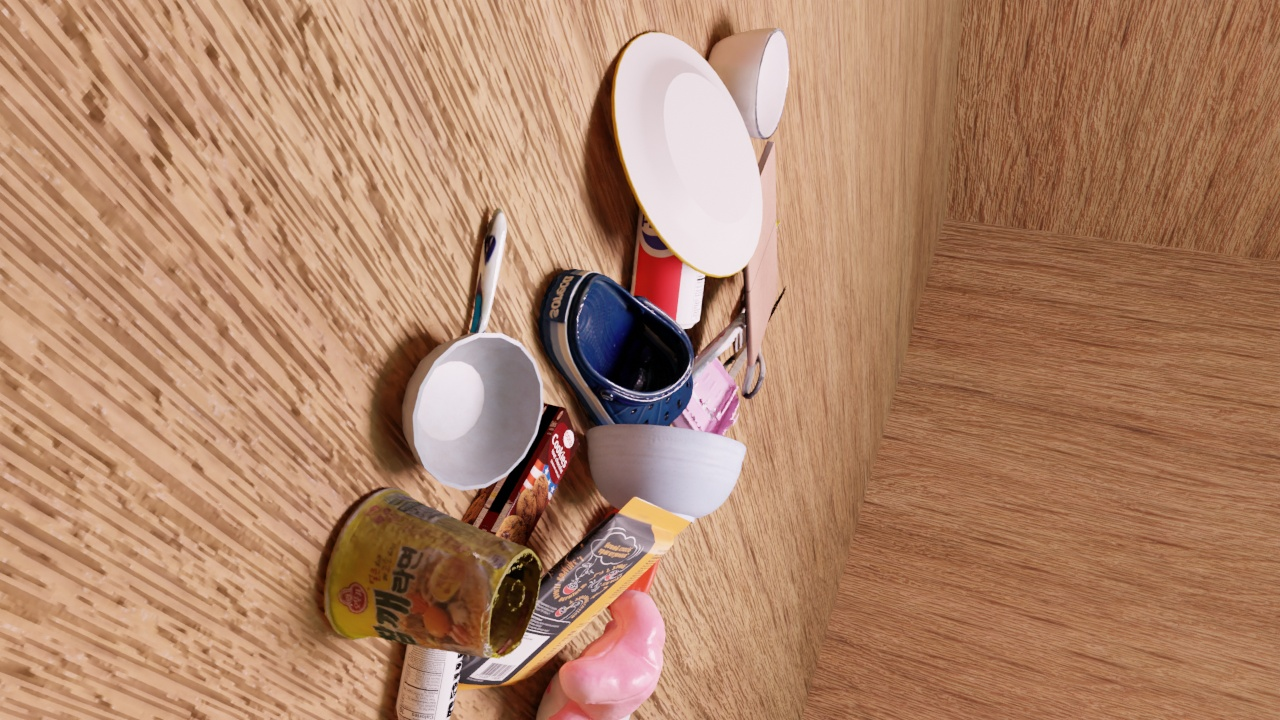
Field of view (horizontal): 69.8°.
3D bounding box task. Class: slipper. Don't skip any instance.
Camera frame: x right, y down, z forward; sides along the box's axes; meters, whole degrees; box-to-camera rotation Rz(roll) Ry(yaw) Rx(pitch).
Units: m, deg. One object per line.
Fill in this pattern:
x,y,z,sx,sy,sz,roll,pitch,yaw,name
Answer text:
-0.005,0.005,0.823,0.253,0.095,0.105,45,56,-57,slipper

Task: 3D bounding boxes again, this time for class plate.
0.056,-0.190,0.835,0.229,0.021,0.229,21,63,-48,plate

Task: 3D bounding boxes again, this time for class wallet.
0.156,-0.071,1.268,0.086,0.032,0.116,93,19,-49,wallet

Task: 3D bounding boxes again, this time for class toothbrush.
-0.119,-0.015,0.646,0.017,0.016,0.189,9,93,-58,toothbrush

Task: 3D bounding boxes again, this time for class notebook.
0.134,-0.117,1.025,0.141,0.008,0.209,-66,156,-43,notebook

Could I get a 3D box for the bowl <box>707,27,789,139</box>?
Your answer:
0.113,-0.300,0.991,0.116,0.066,0.116,13,90,-68,bowl

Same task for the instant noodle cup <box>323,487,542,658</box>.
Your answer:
-0.127,0.141,0.582,0.102,0.108,0.102,11,89,-70,instant noodle cup

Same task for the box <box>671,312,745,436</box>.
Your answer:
0.095,0.019,1.029,0.101,0.103,0.201,55,20,-2,box

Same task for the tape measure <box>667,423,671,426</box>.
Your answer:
0.005,0.080,0.964,0.067,0.038,0.062,20,82,-68,tape measure

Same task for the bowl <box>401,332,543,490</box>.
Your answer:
-0.118,0.031,0.617,0.106,0.039,0.106,-15,111,-44,bowl

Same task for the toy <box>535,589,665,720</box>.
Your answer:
-0.042,0.313,0.860,0.141,0.084,0.214,-45,167,-47,toy

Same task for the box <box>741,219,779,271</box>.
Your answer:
0.143,-0.152,1.100,0.080,0.084,0.210,-33,163,6,box

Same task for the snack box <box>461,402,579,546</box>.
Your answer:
-0.098,0.104,0.735,0.051,0.032,0.140,75,34,-48,snack box

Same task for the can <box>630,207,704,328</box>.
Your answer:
0.029,-0.101,0.885,0.070,0.070,0.132,-25,124,-63,can

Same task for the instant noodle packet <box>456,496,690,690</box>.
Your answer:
-0.059,0.198,0.757,0.221,0.032,0.160,-43,155,3,instant noodle packet

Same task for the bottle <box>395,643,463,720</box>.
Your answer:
-0.151,0.230,0.659,0.041,0.041,0.116,4,97,-68,bottle

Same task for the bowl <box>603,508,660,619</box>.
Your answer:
-0.021,0.203,0.954,0.130,0.045,0.130,13,90,-68,bowl

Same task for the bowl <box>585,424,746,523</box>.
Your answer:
0.020,0.110,0.851,0.150,0.151,0.074,41,52,-65,bowl

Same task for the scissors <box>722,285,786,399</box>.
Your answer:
0.140,-0.014,1.166,0.170,0.012,0.157,-49,-153,37,scissors
